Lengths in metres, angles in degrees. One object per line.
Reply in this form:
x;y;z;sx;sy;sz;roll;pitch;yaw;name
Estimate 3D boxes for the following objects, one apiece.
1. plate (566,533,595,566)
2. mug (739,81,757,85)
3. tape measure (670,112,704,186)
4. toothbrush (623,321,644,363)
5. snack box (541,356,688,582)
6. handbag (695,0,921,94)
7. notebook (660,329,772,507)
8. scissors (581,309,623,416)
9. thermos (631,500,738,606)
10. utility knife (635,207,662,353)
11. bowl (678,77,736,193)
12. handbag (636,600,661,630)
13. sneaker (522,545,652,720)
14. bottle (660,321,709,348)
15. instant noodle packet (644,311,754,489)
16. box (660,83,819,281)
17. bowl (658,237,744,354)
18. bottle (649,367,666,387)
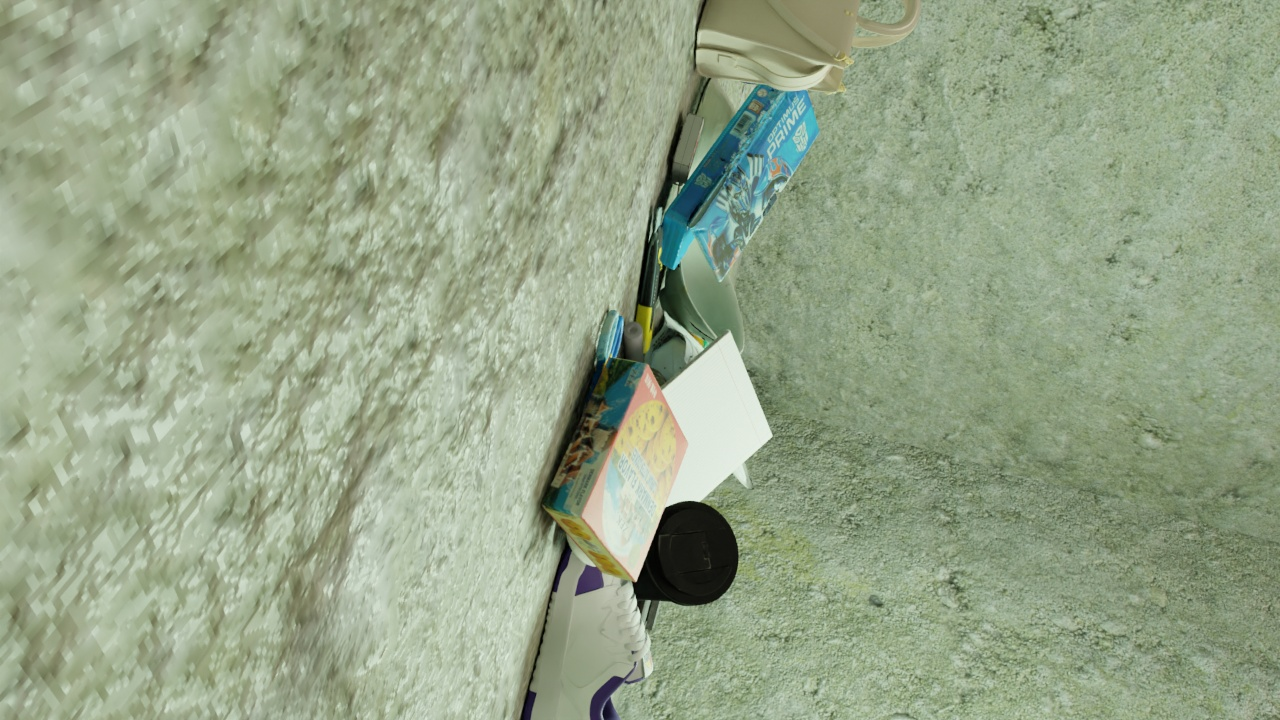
-0.018;0.119;0.863;0.156;0.014;0.157;-24;121;-50;plate
0.126;-0.371;1.042;0.089;0.086;0.112;-41;110;-82;mug
0.045;-0.213;0.917;0.060;0.020;0.062;93;13;-84;tape measure
-0.006;0.006;0.975;0.018;0.019;0.188;60;-10;20;toothbrush
-0.016;0.096;0.785;0.144;0.040;0.143;-67;152;-26;snack box
0.171;-0.351;0.892;0.101;0.198;0.194;80;25;-74;handbag
0.054;0.087;0.991;0.178;0.013;0.246;-41;146;-7;notebook
-0.036;0.020;0.795;0.070;0.022;0.130;34;67;-83;scissors
0.013;0.224;1.015;0.219;0.106;0.105;-35;-147;58;thermos
0.010;-0.080;0.931;0.028;0.020;0.188;-71;171;-45;utility knife
0.093;-0.241;1.089;0.176;0.058;0.176;16;88;-83;bowl
-0.002;0.293;1.285;0.199;0.102;0.197;31;74;-83;handbag
-0.034;0.265;0.916;0.091;0.111;0.244;2;103;-83;sneaker
0.060;-0.032;1.234;0.209;0.068;0.068;-61;164;-64;bottle
0.080;0.054;1.104;0.269;0.057;0.146;46;36;-58;instant noodle packet
0.112;-0.196;0.966;0.242;0.085;0.092;-56;174;-23;box
0.059;-0.077;1.096;0.174;0.068;0.173;47;32;-43;bowl
-0.005;0.076;0.985;0.161;0.056;0.056;98;9;-46;bottle
